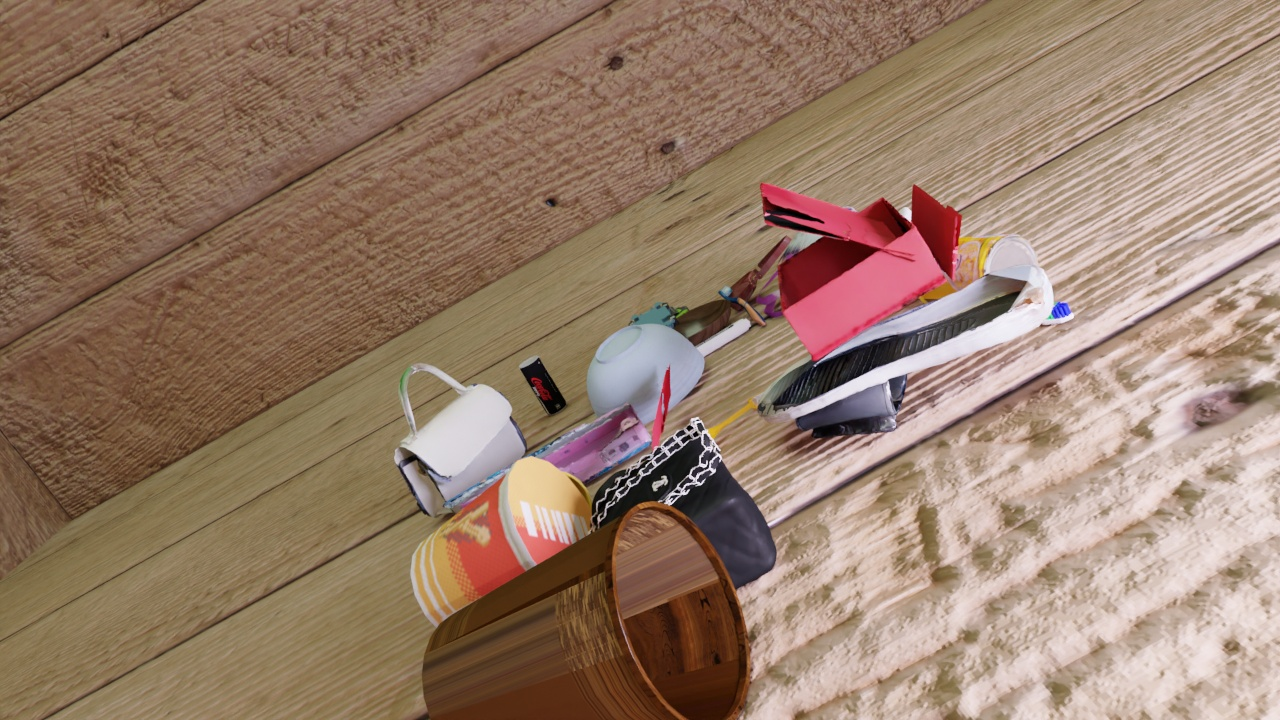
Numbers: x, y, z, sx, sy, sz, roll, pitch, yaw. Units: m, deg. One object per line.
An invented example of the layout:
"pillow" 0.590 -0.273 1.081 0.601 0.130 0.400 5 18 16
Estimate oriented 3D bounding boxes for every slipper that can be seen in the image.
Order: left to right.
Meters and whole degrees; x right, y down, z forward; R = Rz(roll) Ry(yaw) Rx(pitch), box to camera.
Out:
"slipper" 0.208 0.008 0.742 0.265 0.063 0.111 -30 14 35

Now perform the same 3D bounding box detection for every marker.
"marker" 0.081 -0.014 1.148 0.133 0.017 0.020 -31 36 -5

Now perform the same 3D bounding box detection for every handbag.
"handbag" -0.228 0.081 1.103 0.074 0.176 0.150 -14 21 40
"handbag" 0.013 0.112 0.687 0.125 0.115 0.153 -32 19 -1
"handbag" 0.162 -0.121 1.233 0.120 0.029 0.055 -50 10 29
"handbag" 0.212 -0.118 1.175 0.169 0.068 0.145 -45 20 -25

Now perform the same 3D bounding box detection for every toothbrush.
"toothbrush" 0.055 0.079 0.879 0.196 0.031 0.031 -33 -10 -26
"toothbrush" 0.133 -0.072 1.189 0.017 0.021 0.135 -52 28 5
"toothbrush" 0.301 -0.037 0.822 0.015 0.016 0.187 -37 17 -25

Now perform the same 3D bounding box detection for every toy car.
"toy car" 0.020 -0.043 1.202 0.060 0.027 0.107 -29 20 1

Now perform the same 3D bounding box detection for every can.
"can" -0.134 0.035 1.260 0.031 0.080 0.031 -27 16 8
"can" 0.308 -0.082 0.853 0.067 0.067 0.105 -34 16 -17

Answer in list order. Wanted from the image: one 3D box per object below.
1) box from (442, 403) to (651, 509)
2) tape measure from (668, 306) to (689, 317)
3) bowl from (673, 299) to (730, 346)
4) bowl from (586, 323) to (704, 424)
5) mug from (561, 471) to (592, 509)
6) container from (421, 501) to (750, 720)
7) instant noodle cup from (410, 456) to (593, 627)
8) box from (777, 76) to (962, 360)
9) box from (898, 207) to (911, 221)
"box" -0.104 0.113 0.991 0.230 0.063 0.084 -30 15 -2
"tape measure" 0.043 -0.054 1.305 0.065 0.036 0.059 -33 15 -10
"bowl" 0.072 -0.036 1.203 0.119 0.032 0.119 -28 15 8
"bowl" -0.006 0.006 1.089 0.151 0.075 0.150 -29 24 14
"mug" -0.106 0.143 0.884 0.078 0.078 0.122 -37 13 -24
"container" -0.040 0.178 0.562 0.168 0.132 0.131 -28 14 27
"instant noodle cup" -0.113 0.163 0.759 0.121 0.123 0.123 -32 14 20
"box" 0.248 -0.201 0.797 0.212 0.128 0.426 -67 2 -71
"box" 0.277 -0.091 1.002 0.103 0.102 0.107 -41 1 33
